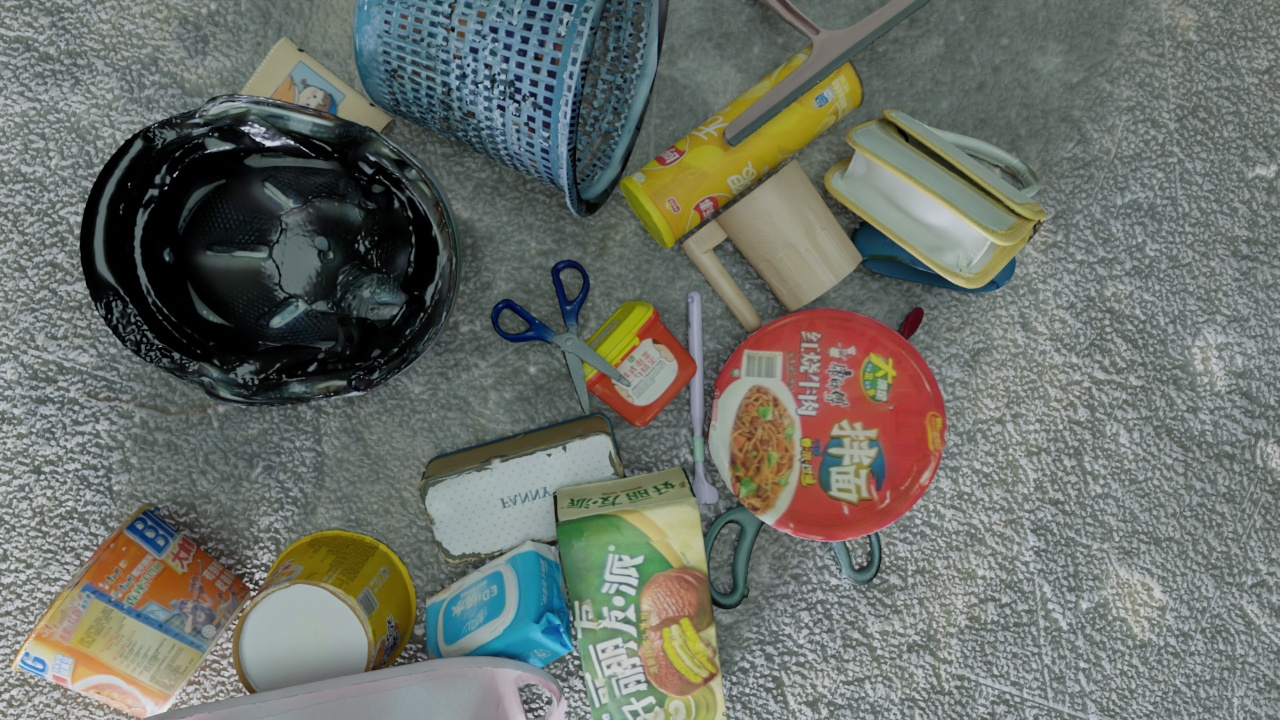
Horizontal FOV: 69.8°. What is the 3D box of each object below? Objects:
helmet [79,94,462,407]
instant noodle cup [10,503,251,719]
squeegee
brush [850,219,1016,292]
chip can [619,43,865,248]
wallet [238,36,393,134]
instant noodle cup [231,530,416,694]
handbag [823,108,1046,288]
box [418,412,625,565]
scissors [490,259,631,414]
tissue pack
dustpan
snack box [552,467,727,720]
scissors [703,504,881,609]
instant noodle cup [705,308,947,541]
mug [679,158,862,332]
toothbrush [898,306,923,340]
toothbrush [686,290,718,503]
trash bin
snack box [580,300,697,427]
[{"bbox_3d":[-0.264,-0.083,0.725,0.274,0.156,0.230,2,96,6],"label":"helmet"},{"bbox_3d":[-0.396,0.207,0.735,0.111,0.151,0.151,37,89,-12],"label":"instant noodle cup"},{"bbox_3d":[0.100,-0.329,0.779,0.247,0.040,0.249,-37,74,-4],"label":"squeegee"},{"bbox_3d":[0.257,-0.092,0.797,0.144,0.073,0.055,11,104,-2],"label":"brush"},{"bbox_3d":[0.087,-0.185,0.786,0.213,0.072,0.072,-36,94,-3],"label":"chip can"},{"bbox_3d":[-0.284,-0.208,0.786,0.115,0.024,0.087,38,84,-5],"label":"wallet"},{"bbox_3d":[-0.263,0.220,0.757,0.138,0.110,0.138,0,93,-4],"label":"instant noodle cup"},{"bbox_3d":[0.266,-0.157,0.777,0.163,0.063,0.178,41,51,18],"label":"handbag"},{"bbox_3d":[-0.091,0.107,0.785,0.184,0.059,0.090,-14,104,-5],"label":"box"},{"bbox_3d":[-0.069,-0.020,0.761,0.157,0.012,0.165,-6,53,21],"label":"scissors"},{"bbox_3d":[-0.120,0.216,0.754,0.140,0.089,0.063,-32,132,18],"label":"tissue pack"},{"bbox_3d":[-0.210,0.301,0.743,0.273,0.223,0.138,12,49,9],"label":"dustpan"},{"bbox_3d":[0.002,0.214,0.765,0.114,0.063,0.240,-9,110,-4],"label":"snack box"},{"bbox_3d":[0.123,0.162,0.823,0.179,0.019,0.170,-42,94,-4],"label":"scissors"},{"bbox_3d":[0.155,0.055,0.783,0.194,0.066,0.193,-1,82,6],"label":"instant noodle cup"},{"bbox_3d":[0.112,-0.095,0.792,0.125,0.084,0.103,-35,95,22],"label":"mug"},{"bbox_3d":[0.203,0.033,0.823,0.016,0.017,0.187,31,87,-1],"label":"toothbrush"},{"bbox_3d":[0.052,0.032,0.816,0.029,0.021,0.189,-2,91,28],"label":"toothbrush"},{"bbox_3d":[-0.102,-0.248,0.714,0.195,0.226,0.226,18,90,8],"label":"trash bin"},{"bbox_3d":[-0.005,0.005,0.783,0.091,0.082,0.080,-46,104,-1],"label":"snack box"}]
